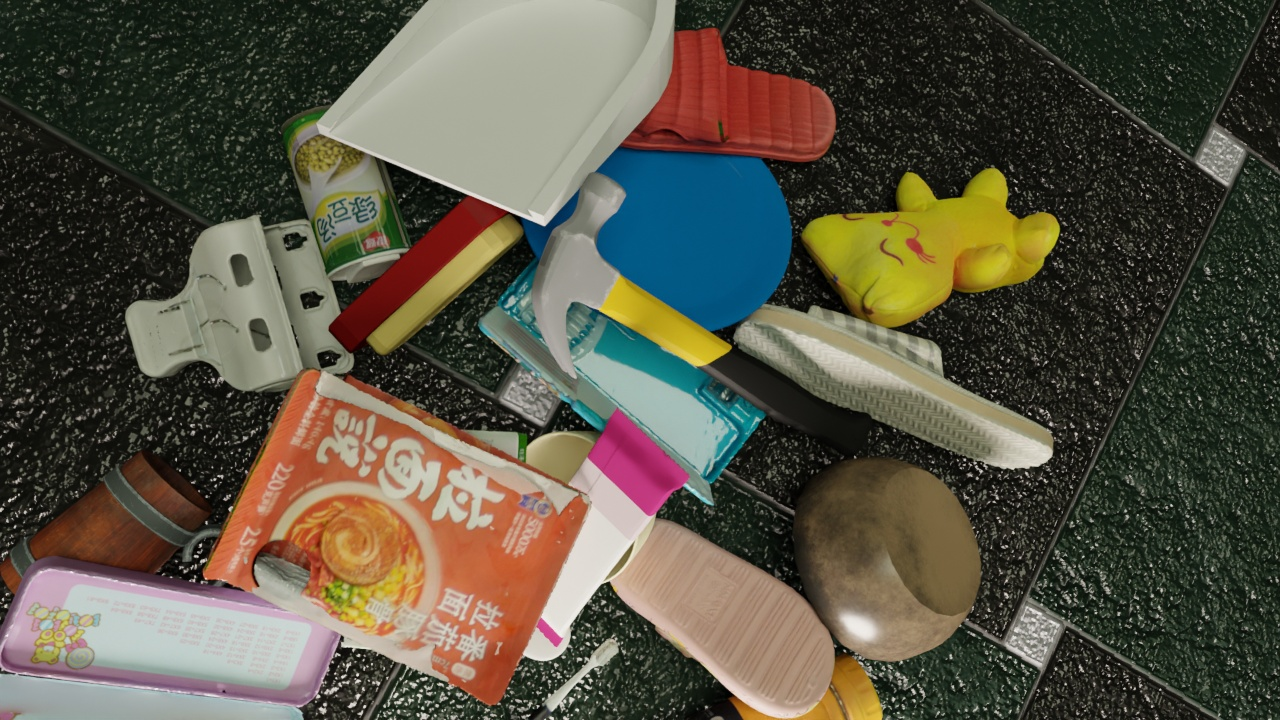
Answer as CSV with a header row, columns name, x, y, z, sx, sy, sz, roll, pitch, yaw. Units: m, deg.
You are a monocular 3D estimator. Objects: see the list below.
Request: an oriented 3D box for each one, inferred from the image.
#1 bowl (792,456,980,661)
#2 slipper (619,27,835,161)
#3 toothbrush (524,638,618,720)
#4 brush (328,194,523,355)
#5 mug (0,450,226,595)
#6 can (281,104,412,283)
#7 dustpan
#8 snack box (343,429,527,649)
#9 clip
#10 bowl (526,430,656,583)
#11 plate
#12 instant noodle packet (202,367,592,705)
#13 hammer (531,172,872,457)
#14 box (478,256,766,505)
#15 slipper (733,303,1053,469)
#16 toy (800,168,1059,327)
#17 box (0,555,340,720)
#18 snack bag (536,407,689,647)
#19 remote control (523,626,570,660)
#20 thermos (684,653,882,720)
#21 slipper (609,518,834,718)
name,x,y,z,sx,sy,sz,roll,pitch,yaw
bowl,0.203,0.150,0.726,0.162,0.070,0.162,18,57,-31
slipper,0.053,-0.222,0.750,0.248,0.059,0.103,3,69,-15
toothbrush,-0.088,0.288,0.723,0.186,0.017,0.012,-42,92,-11
brush,-0.150,-0.063,0.674,0.174,0.082,0.042,-39,98,14
mug,-0.359,0.138,0.652,0.111,0.081,0.117,-46,114,-14
can,-0.221,-0.124,0.694,0.067,0.067,0.121,-18,90,-12
dustpan,-0.082,-0.228,0.673,0.191,0.053,0.257,24,55,18
snack box,-0.154,0.134,0.690,0.132,0.027,0.168,2,86,12
clip,-0.298,-0.035,0.669,0.151,0.105,0.126,-15,87,-22
bowl,-0.032,0.104,0.711,0.073,0.118,0.118,-18,90,-55
plate,0.013,-0.116,0.739,0.224,0.024,0.224,6,63,-12
instant noodle packet,-0.164,0.124,0.652,0.221,0.084,0.164,26,87,5
hammer,0.059,-0.001,0.683,0.323,0.029,0.127,30,90,-30
box,-0.017,0.016,0.723,0.227,0.087,0.167,41,44,-7
slipper,0.208,0.017,0.749,0.272,0.114,0.054,25,75,0
toy,0.241,-0.093,0.780,0.193,0.088,0.134,-19,48,-16
box,-0.324,0.225,0.623,0.214,0.041,0.151,25,73,-36
snack bag,-0.039,0.126,0.664,0.070,0.016,0.197,42,120,16
remote control,-0.117,0.193,0.725,0.136,0.013,0.043,31,81,-8
thermos,0.077,0.312,0.733,0.232,0.092,0.076,-22,63,-12
slipper,0.061,0.203,0.733,0.197,0.082,0.093,35,64,17
